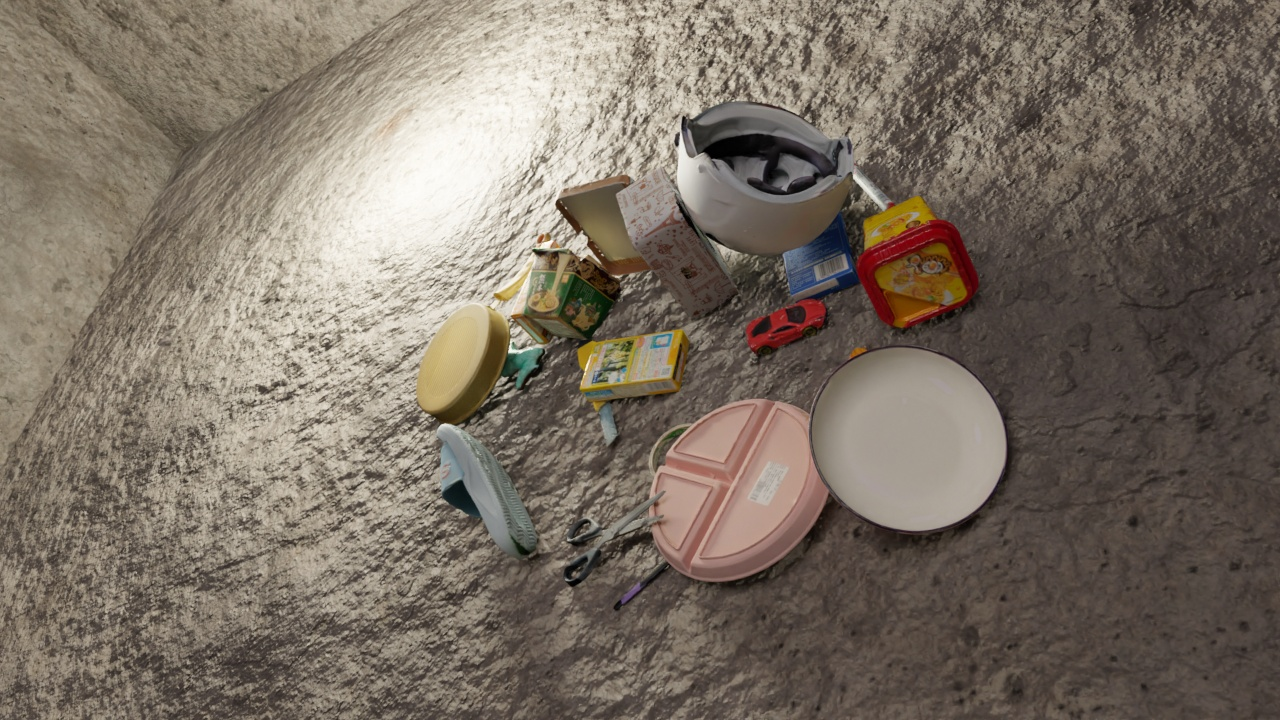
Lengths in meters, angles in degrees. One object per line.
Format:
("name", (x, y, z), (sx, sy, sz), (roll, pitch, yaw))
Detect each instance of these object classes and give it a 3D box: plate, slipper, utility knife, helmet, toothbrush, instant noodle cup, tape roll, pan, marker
("plate", (0.103, 0.135, 1.022), (0.230, 0.028, 0.229), (-24, 41, 23))
("slipper", (-0.213, 0.179, 1.216), (0.074, 0.104, 0.245), (-42, 46, 2))
("utility knife", (-0.060, 0.041, 1.279), (0.033, 0.015, 0.223), (-31, 40, 11))
("helmet", (0.152, -0.224, 1.184), (0.229, 0.146, 0.258), (3, 35, -9))
("toothbrush", (0.038, 0.218, 1.040), (0.189, 0.017, 0.014), (-42, 29, 2))
("plate", (0.263, 0.079, 0.914), (0.192, 0.039, 0.192), (-2, 70, 4))
("instant noodle cup", (0.312, -0.120, 1.058), (0.116, 0.116, 0.123), (-24, 31, 21))
("tape roll", (0.050, 0.116, 1.123), (0.086, 0.014, 0.085), (-22, 43, 22))
("pan", (-0.240, -0.062, 1.464), (0.198, 0.078, 0.357), (6, 71, 51))
("marker", (0.306, -0.236, 1.235), (0.017, 0.017, 0.145), (-34, 40, 9))

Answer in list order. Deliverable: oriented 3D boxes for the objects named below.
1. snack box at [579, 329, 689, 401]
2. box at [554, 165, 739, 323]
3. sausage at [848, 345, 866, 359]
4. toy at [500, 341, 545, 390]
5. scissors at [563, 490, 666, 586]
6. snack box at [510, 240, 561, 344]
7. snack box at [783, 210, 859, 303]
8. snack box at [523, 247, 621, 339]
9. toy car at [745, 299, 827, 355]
("snack box", (-0.007, 0.007, 1.241), (0.141, 0.034, 0.086), (-7, 47, 24))
("box", (0.015, -0.175, 1.288), (0.136, 0.179, 0.270), (-51, 41, -11))
("sausage", (0.223, 0.049, 1.037), (0.021, 0.021, 0.164), (8, 61, 43))
("toy", (-0.184, 0.005, 1.403), (0.092, 0.030, 0.096), (-9, 52, 38))
("scissors", (-0.036, 0.208, 1.079), (0.164, 0.014, 0.164), (17, 75, 58))
("snack box", (-0.148, -0.107, 1.438), (0.026, 0.075, 0.153), (-7, 50, 36))
("snack box", (0.231, -0.146, 1.205), (0.085, 0.026, 0.156), (-23, 43, 22))
("snack box", (-0.111, -0.096, 1.380), (0.118, 0.118, 0.105), (7, 69, 42))
("toy car", (0.183, -0.046, 1.151), (0.106, 0.031, 0.049), (-22, 44, 19))
